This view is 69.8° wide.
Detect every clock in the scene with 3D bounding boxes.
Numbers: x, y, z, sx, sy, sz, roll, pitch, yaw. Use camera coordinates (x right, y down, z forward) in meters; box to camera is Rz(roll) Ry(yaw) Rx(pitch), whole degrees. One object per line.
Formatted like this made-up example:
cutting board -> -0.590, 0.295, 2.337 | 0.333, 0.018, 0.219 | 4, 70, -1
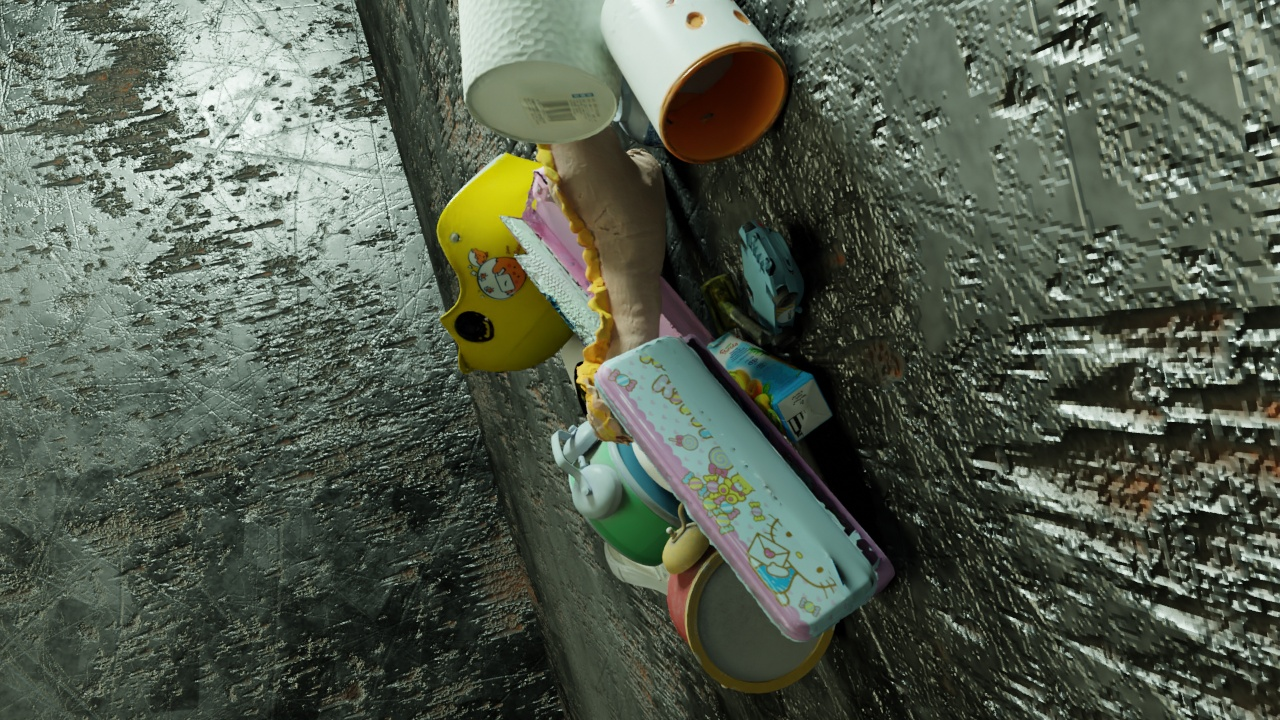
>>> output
clock -> -0.018, 0.113, 0.822 | 0.161, 0.075, 0.121 | 34, -158, -32
clock -> 0.074, 0.168, 0.706 | 0.081, 0.117, 0.159 | -171, 62, -76

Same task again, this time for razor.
razor -> 0.071, -0.029, 0.641 | 0.106, 0.026, 0.042 | -123, 10, -70

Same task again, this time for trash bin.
trash bin -> -0.067, -0.249, 0.644 | 0.133, 0.133, 0.161 | 128, 143, -70

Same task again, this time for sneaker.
sneaker -> 0.030, 0.189, 0.940 | 0.242, 0.089, 0.091 | 10, 111, 65

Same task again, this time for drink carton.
drink carton -> 0.084, 0.015, 0.650 | 0.044, 0.038, 0.129 | 59, 170, -25

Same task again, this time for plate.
plate -> -0.057, 0.028, 1.056 | 0.174, 0.036, 0.174 | 156, 92, -87

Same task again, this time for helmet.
helmet -> -0.107, -0.087, 0.954 | 0.208, 0.140, 0.240 | -65, -18, -57

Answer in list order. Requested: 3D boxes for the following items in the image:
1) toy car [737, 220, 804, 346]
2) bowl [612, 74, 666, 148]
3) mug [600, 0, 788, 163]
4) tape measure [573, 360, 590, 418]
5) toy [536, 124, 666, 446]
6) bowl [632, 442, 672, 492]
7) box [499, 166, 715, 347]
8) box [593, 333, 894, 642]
toy car -> 0.089, -0.050, 0.600 | 0.108, 0.027, 0.060 | 68, 178, -65
bowl -> -0.003, -0.215, 0.705 | 0.114, 0.045, 0.114 | 163, 90, -74
mug -> 0.030, -0.185, 0.561 | 0.082, 0.082, 0.105 | 96, 153, -53
tape measure -> -0.041, 0.033, 0.932 | 0.072, 0.042, 0.072 | -121, 18, -46
toy -> -0.036, -0.070, 0.695 | 0.065, 0.196, 0.263 | -26, 50, 47
bowl -> 0.027, 0.082, 0.792 | 0.110, 0.041, 0.109 | 40, -163, -15
box -> -0.040, -0.053, 0.784 | 0.230, 0.090, 0.085 | 50, 150, 10
box -> 0.072, 0.072, 0.593 | 0.062, 0.139, 0.214 | -49, 66, 23
